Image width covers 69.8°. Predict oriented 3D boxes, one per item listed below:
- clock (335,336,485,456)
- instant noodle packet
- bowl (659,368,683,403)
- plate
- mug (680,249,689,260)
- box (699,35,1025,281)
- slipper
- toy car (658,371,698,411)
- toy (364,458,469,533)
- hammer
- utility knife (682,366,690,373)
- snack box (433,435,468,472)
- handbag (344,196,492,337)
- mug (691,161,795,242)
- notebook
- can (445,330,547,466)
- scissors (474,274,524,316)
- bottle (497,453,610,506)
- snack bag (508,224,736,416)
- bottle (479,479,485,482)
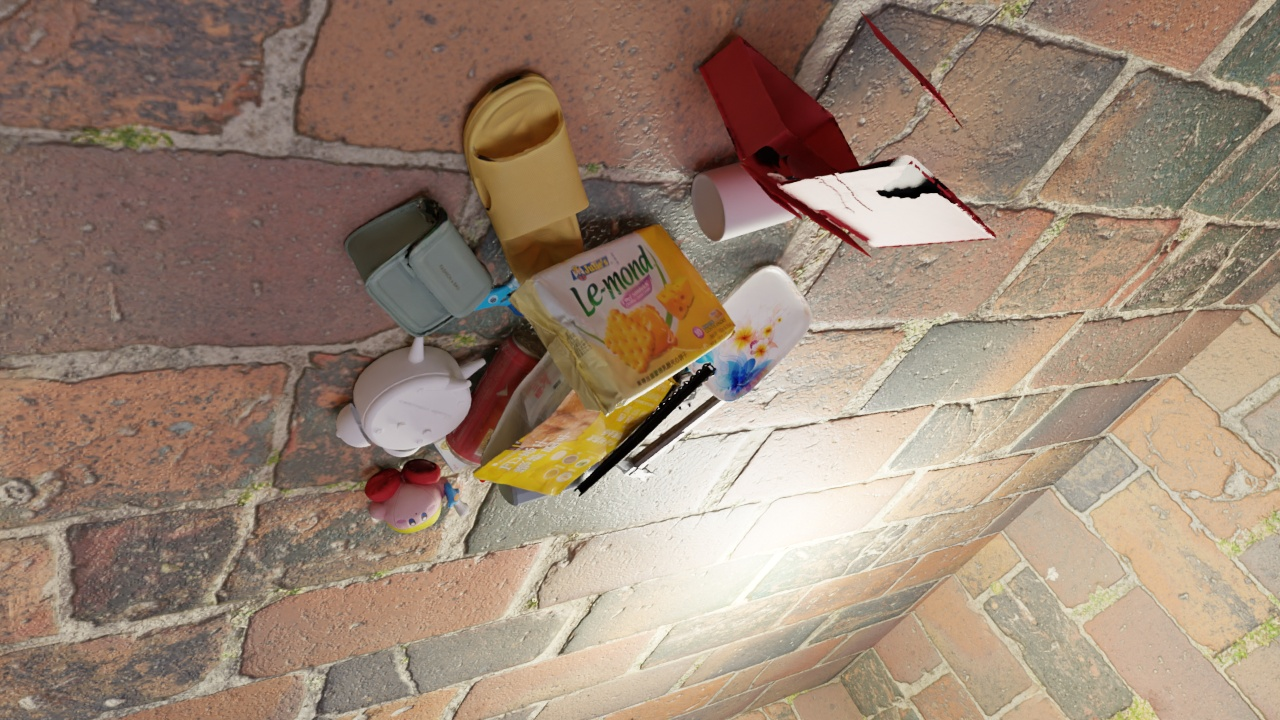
[{"bbox_3d":[-0.260,0.051,1.049,0.161,0.072,0.125,-42,146,17],"label":"clock"},{"bbox_3d":[-0.083,0.069,1.091,0.222,0.084,0.163,-50,146,12],"label":"instant noodle packet"},{"bbox_3d":[-0.007,0.007,1.206,0.121,0.056,0.121,-23,134,-26],"label":"bowl"},{"bbox_3d":[0.149,-0.037,1.276,0.187,0.016,0.187,-45,140,2],"label":"plate"},{"bbox_3d":[0.039,-0.078,1.126,0.087,0.081,0.114,12,98,-55],"label":"mug"},{"bbox_3d":[0.198,-0.173,0.897,0.210,0.315,0.124,18,113,-49],"label":"box"},{"bbox_3d":[-0.103,-0.151,0.899,0.099,0.078,0.264,-21,145,-9],"label":"slipper"},{"bbox_3d":[0.059,0.047,1.321,0.048,0.040,0.113,-16,158,-23],"label":"toy car"},{"bbox_3d":[-0.298,0.184,1.214,0.124,0.097,0.131,-23,129,-23],"label":"toy"},{"bbox_3d":[0.096,0.076,1.406,0.317,0.028,0.147,-39,155,9],"label":"hammer"},{"bbox_3d":[0.106,-0.011,1.317,0.209,0.015,0.031,-28,145,-3],"label":"utility knife"},{"bbox_3d":[-0.193,0.086,1.195,0.150,0.026,0.082,-27,148,-7],"label":"snack box"},{"bbox_3d":[-0.214,-0.090,0.901,0.106,0.067,0.122,-32,148,-1],"label":"handbag"},{"bbox_3d":[0.113,-0.180,1.046,0.096,0.078,0.112,-19,174,-18],"label":"mug"},{"bbox_3d":[0.005,0.094,1.234,0.168,0.019,0.232,-42,177,-32],"label":"notebook"},{"bbox_3d":[-0.169,0.048,1.102,0.067,0.067,0.170,12,118,-47],"label":"can"},{"bbox_3d":[-0.162,-0.064,1.029,0.140,0.014,0.090,-22,144,-17],"label":"scissors"},{"bbox_3d":[-0.119,0.163,1.319,0.161,0.072,0.046,-14,105,-25],"label":"bottle"},{"bbox_3d":[-0.011,-0.046,0.979,0.246,0.159,0.068,-30,170,-44],"label":"snack bag"},{"bbox_3d":[-0.172,0.132,1.265,0.119,0.036,0.036,-31,148,1],"label":"bottle"}]
